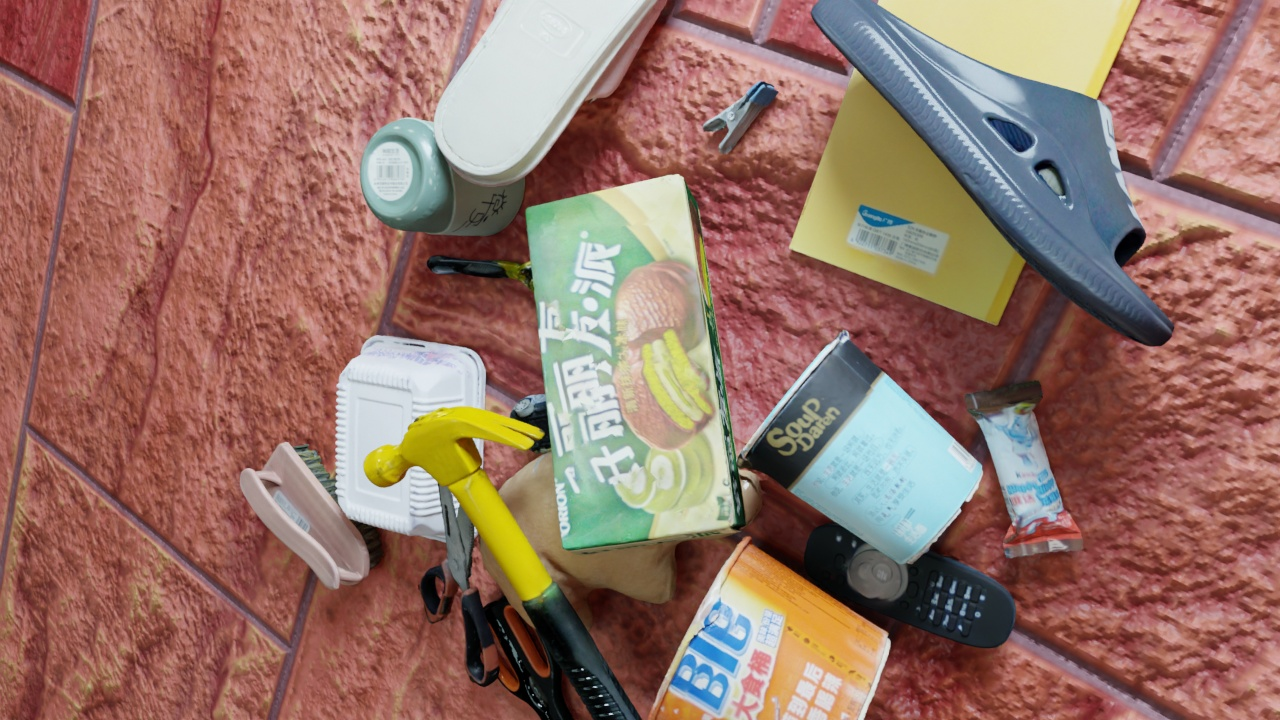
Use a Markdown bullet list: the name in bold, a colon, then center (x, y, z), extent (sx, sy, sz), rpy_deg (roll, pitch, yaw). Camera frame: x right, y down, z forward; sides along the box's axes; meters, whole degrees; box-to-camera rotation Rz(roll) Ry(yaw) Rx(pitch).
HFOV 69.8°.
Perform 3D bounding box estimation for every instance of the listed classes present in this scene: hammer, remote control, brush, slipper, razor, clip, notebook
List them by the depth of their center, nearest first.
- **slipper**: center (0.203, -0.123, 0.496), extent (0.083, 0.110, 0.268), rpy_deg (-44, 74, 21)
- **notebook**: center (0.191, -0.143, 0.566), extent (0.146, 0.010, 0.206), rpy_deg (25, 107, 24)
- **remote control**: center (0.174, 0.144, 0.599), extent (0.136, 0.024, 0.053), rpy_deg (18, 105, 27)
- **clip**: center (0.068, -0.169, 0.625), extent (0.057, 0.024, 0.028), rpy_deg (-41, 72, 33)
- **slipper**: center (-0.047, -0.240, 0.641), extent (0.114, 0.054, 0.274), rpy_deg (31, 89, 13)
- **hammer**: center (-0.071, 0.164, 0.648), extent (0.129, 0.032, 0.301), rpy_deg (-27, 98, 25)
- **razor**: center (-0.116, -0.071, 0.738), extent (0.143, 0.022, 0.043), rpy_deg (12, 145, 31)
- **brush**: center (-0.298, 0.146, 0.833), extent (0.145, 0.073, 0.063), rpy_deg (46, 113, 15)

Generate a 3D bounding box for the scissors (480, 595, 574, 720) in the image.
- **scissors**: center (-0.073, 0.303, 0.761), extent (0.125, 0.021, 0.235), rpy_deg (-13, 94, 38)

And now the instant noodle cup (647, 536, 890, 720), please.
- **instant noodle cup**: center (0.085, 0.205, 0.592), extent (0.111, 0.151, 0.151), rpy_deg (25, 107, 15)

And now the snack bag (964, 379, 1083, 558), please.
- **snack bag**: center (0.232, 0.066, 0.558), extent (0.048, 0.026, 0.104), rpy_deg (-13, 90, 16)

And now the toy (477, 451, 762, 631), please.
- **toy**: center (-0.024, 0.119, 0.679), extent (0.226, 0.082, 0.143), rpy_deg (-30, 100, 26)

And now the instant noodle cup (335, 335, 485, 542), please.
- **instant noodle cup**: center (-0.204, 0.071, 0.781), extent (0.138, 0.060, 0.173), rpy_deg (8, 98, 28)

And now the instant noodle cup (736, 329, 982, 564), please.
- **instant noodle cup**: center (0.139, 0.060, 0.570), extent (0.120, 0.111, 0.111), rpy_deg (40, 113, 11)

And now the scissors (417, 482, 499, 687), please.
- **scissors**: center (-0.151, 0.174, 0.742), extent (0.215, 0.015, 0.197), rpy_deg (-25, 90, 55)

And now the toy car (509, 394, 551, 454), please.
- **toy car**: center (-0.051, 0.042, 0.703), extent (0.106, 0.031, 0.049), rpy_deg (-13, 117, 26)

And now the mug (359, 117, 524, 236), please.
- **mug**: center (-0.144, -0.149, 0.695), extent (0.082, 0.106, 0.112), rpy_deg (43, 113, 19)

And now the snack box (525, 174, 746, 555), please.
- **snack box**: center (-0.004, 0.004, 0.618), extent (0.114, 0.063, 0.240), rpy_deg (-10, 78, 13)
